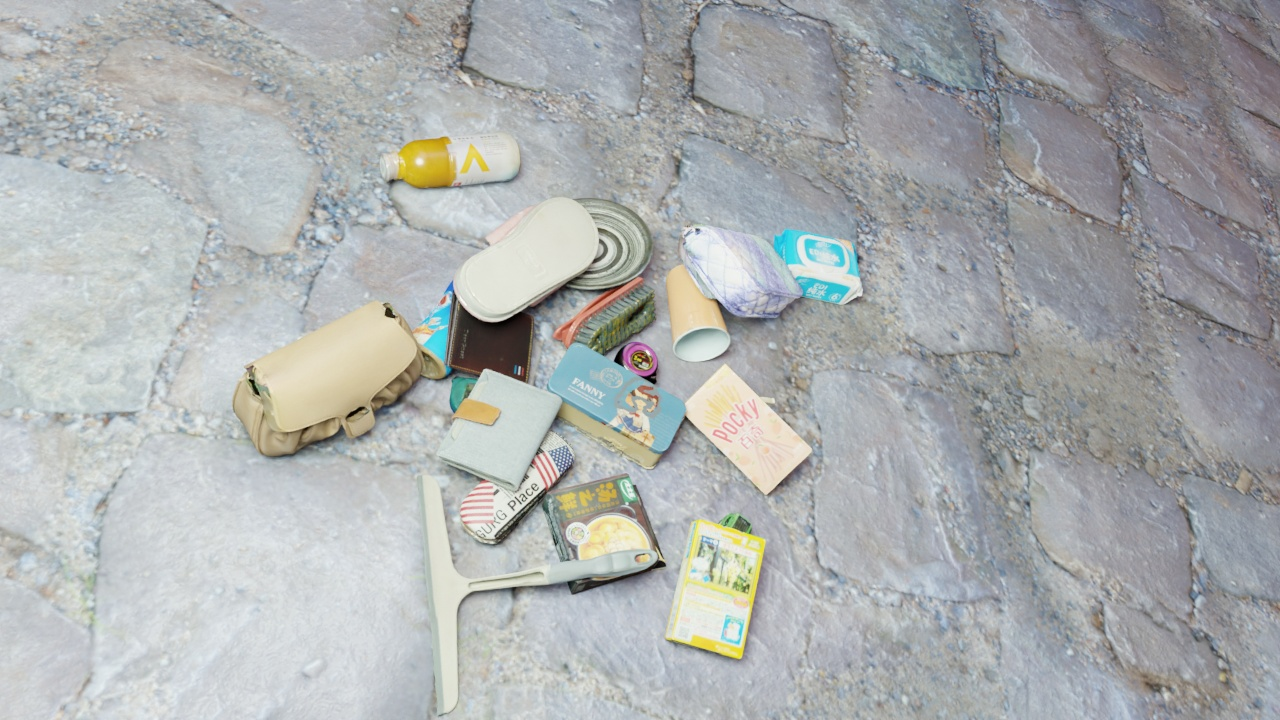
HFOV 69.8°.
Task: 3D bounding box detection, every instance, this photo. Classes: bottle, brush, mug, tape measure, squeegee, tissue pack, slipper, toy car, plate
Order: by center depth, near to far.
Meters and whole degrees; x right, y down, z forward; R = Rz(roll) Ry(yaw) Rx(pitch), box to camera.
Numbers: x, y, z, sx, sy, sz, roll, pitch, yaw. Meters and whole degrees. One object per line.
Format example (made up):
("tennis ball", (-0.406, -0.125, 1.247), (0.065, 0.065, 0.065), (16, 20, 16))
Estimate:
("squeegee", (-0.104, 0.229, 0.986), (0.246, 0.039, 0.246), (-8, 73, -6))
("tape measure", (-0.202, 0.046, 1.107), (0.058, 0.025, 0.054), (12, 55, -13))
("toy car", (0.102, 0.225, 1.107), (0.043, 0.036, 0.091), (36, 57, 2))
("bottle", (-0.216, -0.072, 1.152), (0.065, 0.065, 0.218), (30, 53, -1))
("slipper", (-0.144, -0.127, 1.164), (0.114, 0.055, 0.273), (51, 42, -8))
("tape measure", (-0.007, 0.007, 1.200), (0.057, 0.039, 0.057), (6, 62, -18))
("brush", (-0.047, -0.054, 1.214), (0.069, 0.063, 0.145), (26, 47, 35))
("bottle", (-0.261, -0.274, 1.260), (0.189, 0.068, 0.068), (-12, 64, -27))
("mug", (0.074, -0.069, 1.261), (0.078, 0.078, 0.122), (4, 53, -19))
("plate", (-0.072, -0.158, 1.271), (0.179, 0.024, 0.179), (3, 52, -4))
("tissue pack", (0.268, -0.144, 1.386), (0.140, 0.063, 0.089), (10, 56, -15))

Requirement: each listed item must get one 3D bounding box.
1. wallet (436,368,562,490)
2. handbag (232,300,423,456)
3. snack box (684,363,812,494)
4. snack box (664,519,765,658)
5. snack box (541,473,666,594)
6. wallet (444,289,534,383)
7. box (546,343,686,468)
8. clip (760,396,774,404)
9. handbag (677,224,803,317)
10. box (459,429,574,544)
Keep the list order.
("wallet", (-0.162, 0.075, 1.054), (0.106, 0.037, 0.129), (21, 53, 5))
("handbag", (-0.330, 0.024, 0.992), (0.204, 0.148, 0.100), (-32, 72, -24))
("snack box", (0.134, 0.087, 1.170), (0.157, 0.026, 0.084), (44, 98, 1))
("snack box", (0.087, 0.262, 1.054), (0.087, 0.034, 0.140), (18, 74, -10))
("snack box", (-0.038, 0.197, 1.064), (0.125, 0.053, 0.113), (-12, 64, -22))
("wallet", (-0.183, -0.025, 1.118), (0.122, 0.020, 0.096), (19, 69, -45))
("box", (-0.039, 0.054, 1.145), (0.184, 0.060, 0.089), (29, 53, -4))
("clip", (0.135, 0.068, 1.199), (0.103, 0.093, 0.035), (15, 55, -25))
("handbag", (0.138, -0.123, 1.269), (0.134, 0.076, 0.193), (56, 25, 17))
("box", (-0.142, 0.146, 1.062), (0.071, 0.058, 0.163), (50, 56, -5))
